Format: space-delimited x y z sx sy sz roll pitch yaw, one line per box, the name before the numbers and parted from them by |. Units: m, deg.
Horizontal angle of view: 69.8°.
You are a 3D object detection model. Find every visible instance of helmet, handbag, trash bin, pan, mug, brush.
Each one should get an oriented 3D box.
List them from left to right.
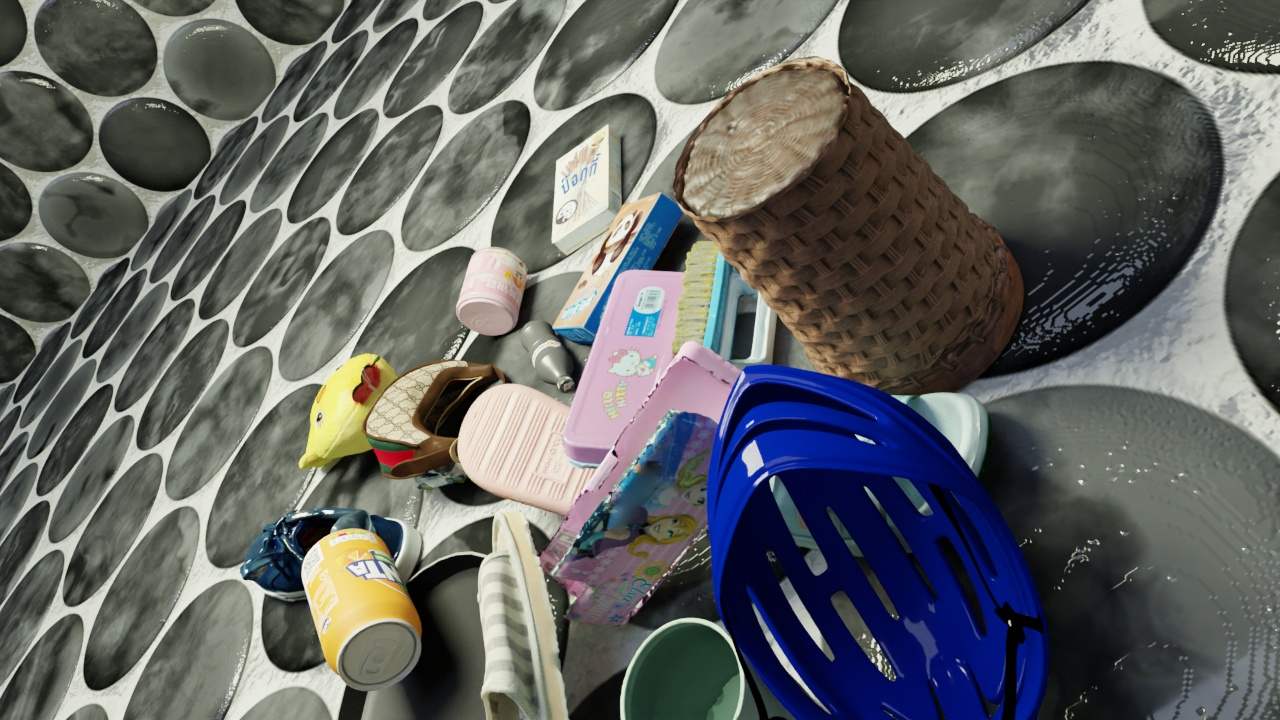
pan | -0.221 0.307 0.784 0.357 0.034 0.225 -36 39 20
handbag | -0.201 0.056 0.927 0.138 0.063 0.166 -13 27 15
mug | 0.046 0.216 0.518 0.084 0.104 0.111 5 63 48
brush | 0.074 -0.047 0.752 0.075 0.055 0.135 -2 56 19
trash bin | 0.131 -0.082 0.588 0.152 0.210 0.151 -27 42 28
helmet | 0.103 0.114 0.432 0.148 0.241 0.227 -34 -4 19

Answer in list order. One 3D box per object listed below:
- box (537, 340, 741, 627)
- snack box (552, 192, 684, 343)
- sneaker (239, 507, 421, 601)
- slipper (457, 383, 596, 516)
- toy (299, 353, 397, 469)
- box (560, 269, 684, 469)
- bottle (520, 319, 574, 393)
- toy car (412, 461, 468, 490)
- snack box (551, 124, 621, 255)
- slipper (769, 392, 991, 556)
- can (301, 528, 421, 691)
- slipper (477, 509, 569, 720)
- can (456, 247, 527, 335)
box | 0.000 0.101 0.601 0.231 0.084 0.076 -56 -5 35
snack box | -0.022 -0.087 0.883 0.151 0.034 0.087 -61 21 -11
sneaker | -0.362 0.192 0.956 0.295 0.127 0.120 -12 50 43
slipper | -0.062 0.090 0.767 0.197 0.081 0.093 20 75 27
toy | -0.340 0.066 1.071 0.208 0.092 0.133 -27 36 43
box | -0.004 0.005 0.754 0.076 0.036 0.213 3 45 13
bottle | -0.088 -0.002 0.897 0.036 0.036 0.110 -46 37 7
toy car | -0.201 0.107 0.934 0.090 0.027 0.038 -18 46 37
snack box | -0.060 -0.194 1.035 0.082 0.026 0.149 -28 42 28
slipper | 0.106 0.069 0.603 0.246 0.074 0.103 -10 54 44
can | -0.241 0.211 0.791 0.079 0.079 0.142 -52 36 0
slipper | -0.080 0.233 0.620 0.115 0.054 0.272 105 154 -57
can | -0.163 -0.075 1.012 0.067 0.067 0.076 -21 46 34
